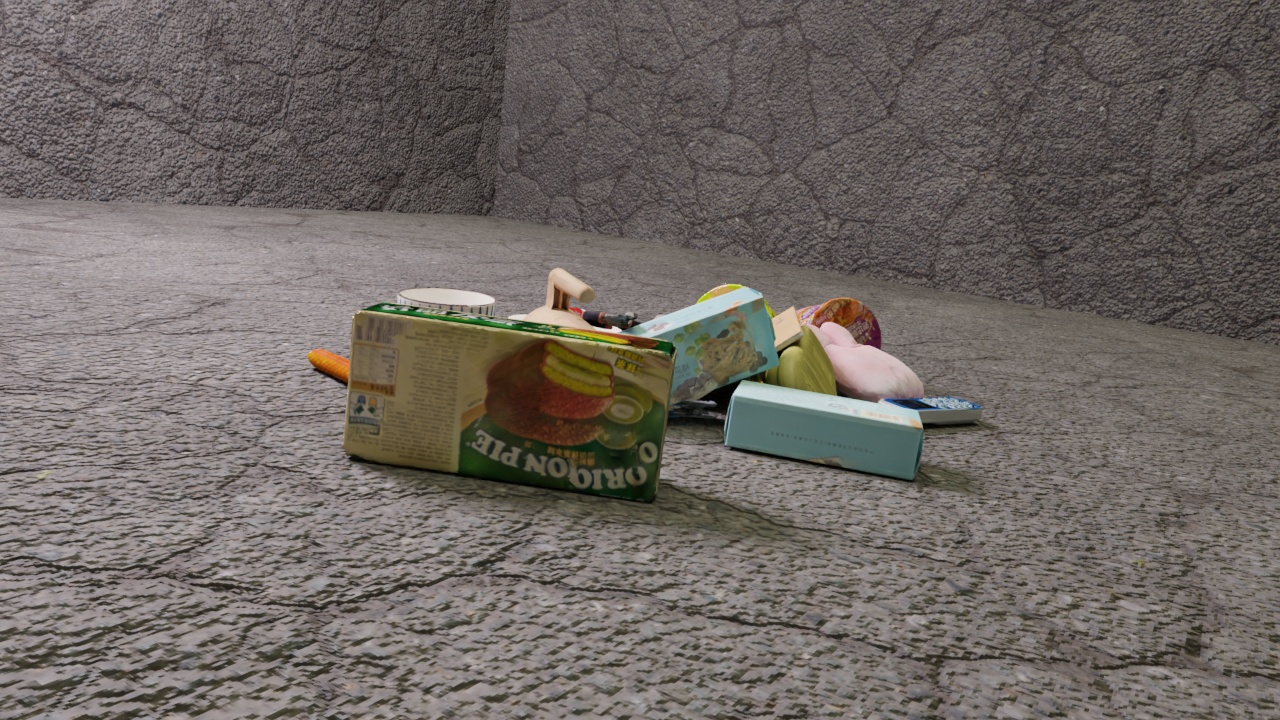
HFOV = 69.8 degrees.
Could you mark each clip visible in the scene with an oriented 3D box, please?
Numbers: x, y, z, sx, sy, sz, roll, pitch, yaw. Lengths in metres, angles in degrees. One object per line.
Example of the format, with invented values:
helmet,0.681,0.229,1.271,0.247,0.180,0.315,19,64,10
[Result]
clip,0.050,0.050,0.926,0.058,0.038,0.026,2,11,-18

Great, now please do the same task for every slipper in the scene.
slipper,0.163,0.025,0.989,0.082,0.091,0.190,-31,9,22

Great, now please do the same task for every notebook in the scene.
notebook,0.116,-0.009,1.048,0.148,0.008,0.207,-32,5,11

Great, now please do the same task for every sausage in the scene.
sausage,-0.284,0.012,0.899,0.165,0.021,0.021,18,16,42

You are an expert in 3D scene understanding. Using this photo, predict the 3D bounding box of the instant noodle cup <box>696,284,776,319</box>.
instant noodle cup,0.135,-0.042,1.219,0.112,0.112,0.123,11,5,21

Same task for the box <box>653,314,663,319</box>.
box,0.034,-0.018,1.054,0.076,0.087,0.163,-26,11,-5

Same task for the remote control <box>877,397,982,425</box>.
remote control,0.326,0.057,1.028,0.124,0.024,0.049,1,13,-31

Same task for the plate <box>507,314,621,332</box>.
plate,-0.088,-0.025,1.162,0.163,0.034,0.164,5,12,-10

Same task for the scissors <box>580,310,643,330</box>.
scissors,-0.012,-0.040,0.979,0.185,0.015,0.209,13,-2,-43

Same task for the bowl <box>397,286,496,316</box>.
bowl,-0.233,-0.046,1.101,0.116,0.066,0.116,6,12,-1

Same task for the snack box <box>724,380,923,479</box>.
snack box,0.168,0.062,0.844,0.175,0.052,0.074,10,11,12

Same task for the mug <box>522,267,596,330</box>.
mug,-0.076,-0.026,0.955,0.084,0.125,0.103,3,14,-24

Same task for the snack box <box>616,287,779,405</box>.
snack box,0.043,-0.007,0.896,0.174,0.074,0.051,-20,20,-8

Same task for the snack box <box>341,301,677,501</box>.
snack box,-0.098,0.028,0.694,0.240,0.114,0.063,7,11,3

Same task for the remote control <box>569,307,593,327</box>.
remote control,-0.090,-0.049,1.137,0.056,0.020,0.136,7,11,-9

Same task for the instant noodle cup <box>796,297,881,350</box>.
instant noodle cup,0.246,-0.028,1.216,0.111,0.111,0.099,3,4,-18

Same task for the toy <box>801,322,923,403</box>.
toy,0.261,0.006,1.096,0.121,0.054,0.159,-5,39,-42
